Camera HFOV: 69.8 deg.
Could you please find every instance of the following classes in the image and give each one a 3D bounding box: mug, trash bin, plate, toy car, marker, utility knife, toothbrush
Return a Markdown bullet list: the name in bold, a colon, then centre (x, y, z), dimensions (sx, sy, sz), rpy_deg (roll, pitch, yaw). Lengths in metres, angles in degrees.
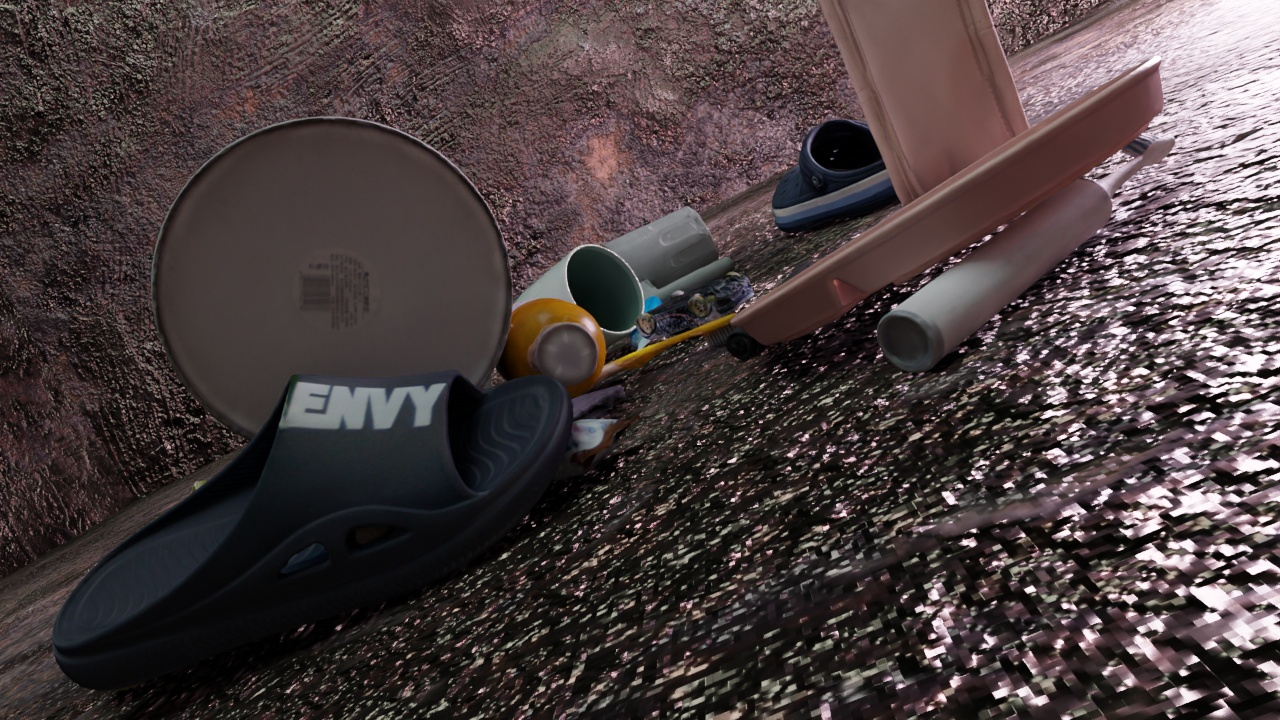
- **mug**: centre (-0.063, -0.027, 0.773), dimensions (0.107, 0.082, 0.111), rpy_deg (-33, 33, 41)
- **trash bin**: centre (-0.193, -0.047, 0.598), dimensions (0.229, 0.229, 0.252), rpy_deg (-30, 14, -14)
- **plate**: centre (0.148, -0.071, 0.458), dimensions (0.229, 0.028, 0.229), rpy_deg (-32, -1, -1)
- **toy car**: centre (0.039, -0.037, 0.683), dimensions (0.048, 0.031, 0.106), rpy_deg (-33, 12, -36)
- **mug**: centre (0.029, -0.098, 0.961), dimensions (0.103, 0.084, 0.124), rpy_deg (-28, 35, -11)
- **marker**: centre (0.086, -0.034, 0.565), dimensions (0.022, 0.020, 0.131), rpy_deg (-2, 21, 30)
- **utility knife**: centre (0.004, -0.030, 0.796), dimensions (0.034, 0.018, 0.191), rpy_deg (-42, 8, 9)
- **toothbrush**: centre (-0.004, 0.004, 0.642), dimensions (0.192, 0.018, 0.016), rpy_deg (-23, 6, 41)
- **toothbrush**: centre (0.178, -0.057, 0.397), dimensions (0.220, 0.027, 0.026), rpy_deg (-33, 50, -30)

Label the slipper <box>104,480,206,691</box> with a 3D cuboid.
- **slipper**: centre (-0.230, 0.104, 0.523), dimensions (0.190, 0.081, 0.092), rpy_deg (-36, 14, -31)

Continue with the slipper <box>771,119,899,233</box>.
- **slipper**: centre (0.195, -0.190, 0.914), dimensions (0.105, 0.095, 0.253), rpy_deg (-27, 12, -12)

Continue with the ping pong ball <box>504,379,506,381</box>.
- **ping pong ball**: centre (-0.108, 0.007, 0.845), dimensions (0.040, 0.040, 0.040), rpy_deg (-27, 9, 4)

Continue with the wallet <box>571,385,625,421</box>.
- **wallet**: centre (-0.077, 0.051, 0.575), dimensions (0.120, 0.019, 0.097), rpy_deg (-33, 12, -38)

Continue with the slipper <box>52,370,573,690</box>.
- **slipper**: centre (-0.161, 0.063, 0.424), dimensions (0.268, 0.083, 0.110), rpy_deg (-24, 32, 1)

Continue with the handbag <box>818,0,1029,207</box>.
- **handbag**: centre (0.225, -0.210, 0.675), dimensions (0.094, 0.193, 0.233), rpy_deg (-20, 1, 29)

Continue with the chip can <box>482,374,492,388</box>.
- **chip can**: centre (-0.198, 0.011, 0.988), dimensions (0.072, 0.072, 0.213), rpy_deg (-29, 9, -7)

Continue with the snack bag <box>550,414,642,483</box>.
- **snack bag**: centre (-0.046, 0.048, 0.465), dimensions (0.106, 0.026, 0.045), rpy_deg (-17, 10, 41)

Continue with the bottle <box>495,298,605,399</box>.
- **bottle**: centre (-0.063, -0.008, 0.614), dimensions (0.068, 0.068, 0.189), rpy_deg (-29, 9, -10)
